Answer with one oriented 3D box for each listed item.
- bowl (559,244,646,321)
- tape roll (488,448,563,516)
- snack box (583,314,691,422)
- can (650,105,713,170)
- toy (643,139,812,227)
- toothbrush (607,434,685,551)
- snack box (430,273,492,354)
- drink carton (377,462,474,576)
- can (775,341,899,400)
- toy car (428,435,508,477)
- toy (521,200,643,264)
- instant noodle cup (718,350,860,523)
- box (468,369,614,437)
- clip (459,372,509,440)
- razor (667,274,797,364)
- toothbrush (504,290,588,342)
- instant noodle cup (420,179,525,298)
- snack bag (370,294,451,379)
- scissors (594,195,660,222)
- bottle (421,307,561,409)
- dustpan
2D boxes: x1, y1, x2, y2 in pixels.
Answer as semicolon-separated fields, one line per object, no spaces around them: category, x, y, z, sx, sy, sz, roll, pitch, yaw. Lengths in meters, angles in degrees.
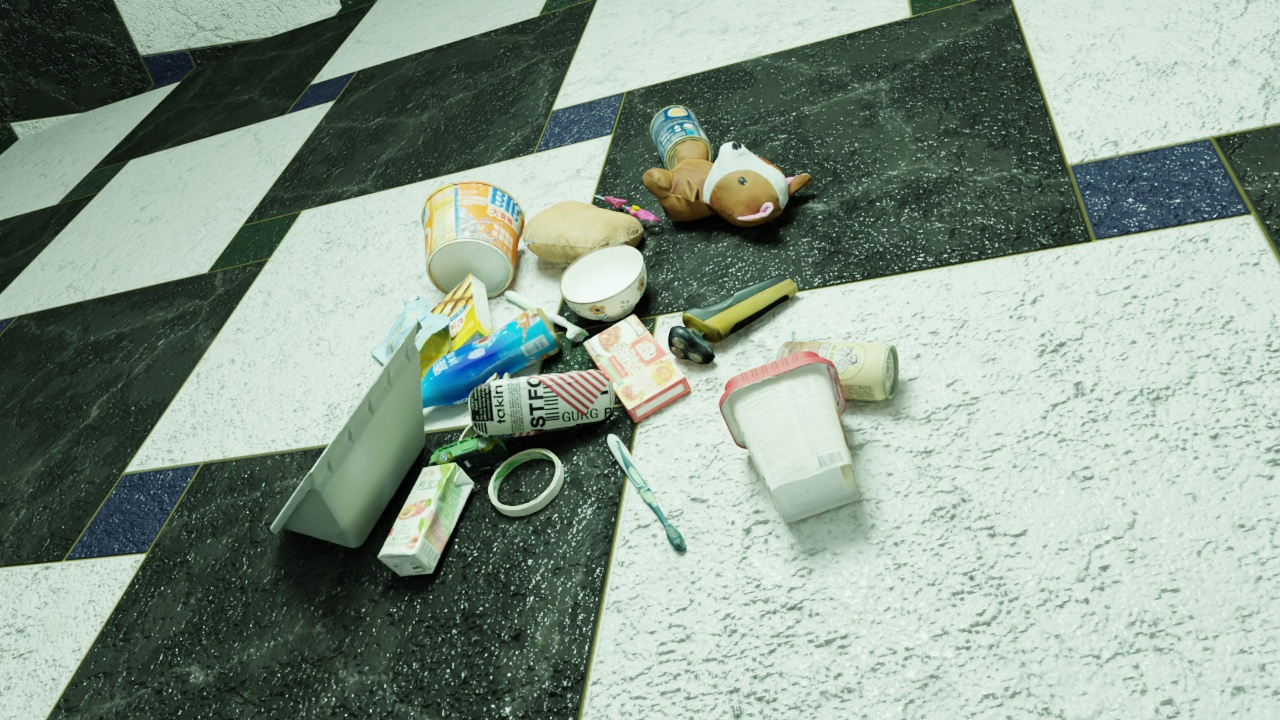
bowl;-0.041;-0.091;1.179;0.113;0.062;0.113;-15;42;13
tape roll;-0.126;0.134;1.012;0.086;0.014;0.085;-15;40;13
snack box;-0.006;0.006;1.081;0.075;0.025;0.153;-30;39;-5
can;0.061;-0.324;1.373;0.075;0.075;0.111;-22;39;5
toy;0.114;-0.237;1.222;0.200;0.131;0.139;22;52;31
toothbrush;0.002;0.130;0.946;0.016;0.018;0.191;-31;40;-6
snack box;-0.243;-0.047;1.239;0.087;0.033;0.140;-41;38;17
drink carton;-0.230;0.173;0.999;0.054;0.045;0.122;-13;39;31
can;0.201;0.010;0.941;0.116;0.058;0.058;2;47;29
toy car;-0.197;0.111;1.052;0.091;0.043;0.036;-16;40;10
toy;-0.104;-0.185;1.304;0.143;0.083;0.226;-16;27;-38
instant noodle cup;0.146;0.075;0.865;0.117;0.116;0.124;-20;51;7
box;-0.113;0.048;1.046;0.162;0.076;0.088;-9;9;-10
clip;-0.179;0.064;1.108;0.072;0.035;0.100;-1;54;27
razor;0.110;-0.050;1.070;0.167;0.062;0.067;-29;69;-12
toothbrush;-0.133;-0.063;1.232;0.029;0.020;0.190;-13;28;-35
instant noodle cup;-0.241;-0.164;1.309;0.151;0.151;0.111;-15;48;12
snack bag;-0.311;-0.029;1.245;0.191;0.038;0.110;30;93;58
scissors;-0.032;-0.222;1.304;0.134;0.113;0.017;30;100;43
bottle;-0.207;0.010;1.155;0.218;0.065;0.065;-29;39;-3
dustpan;-0.347;0.094;1.038;0.143;0.258;0.222;17;51;10
